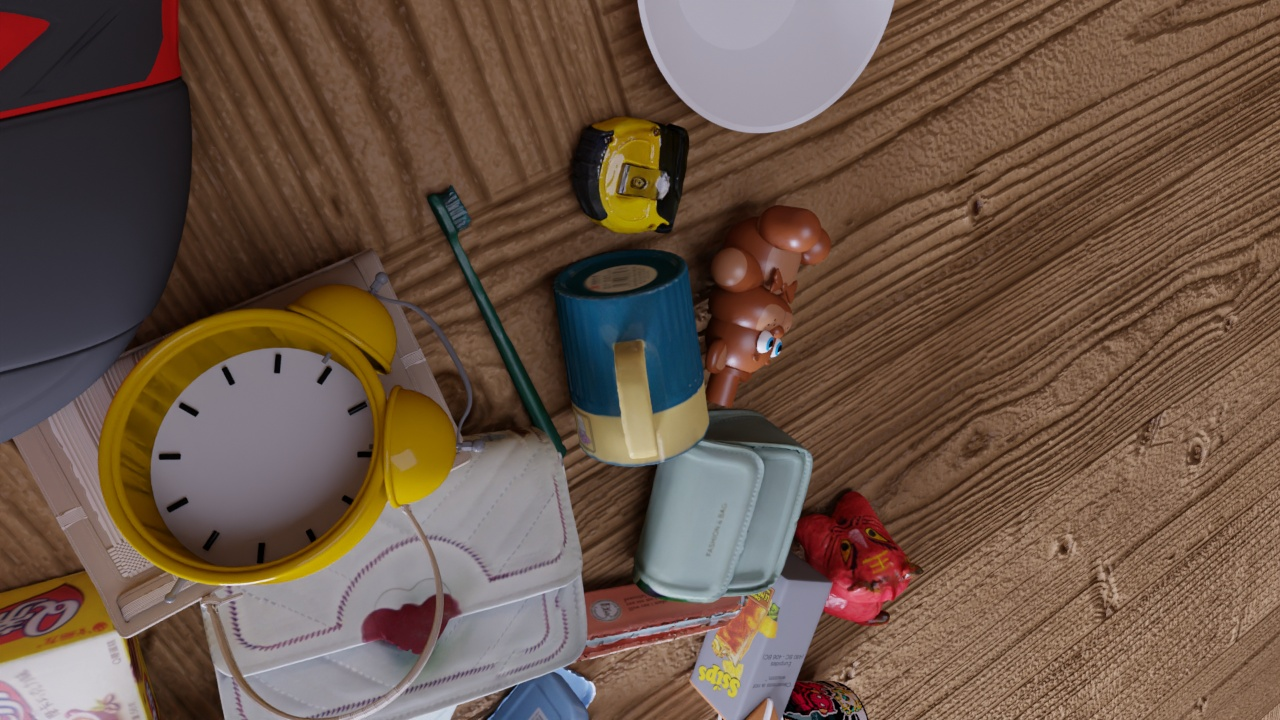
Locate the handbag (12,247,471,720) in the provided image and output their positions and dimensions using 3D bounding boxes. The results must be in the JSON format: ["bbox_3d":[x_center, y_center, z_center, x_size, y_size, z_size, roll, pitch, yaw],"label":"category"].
[{"bbox_3d":[-0.161,0.069,0.421,0.175,0.198,0.062,-27,159,-17],"label":"handbag"}]

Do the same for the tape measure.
[{"bbox_3d":[-0.006,-0.105,0.524,0.064,0.037,0.066,1,111,-31],"label":"tape measure"}]

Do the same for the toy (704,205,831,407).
[{"bbox_3d":[0.073,-0.032,0.576,0.094,0.065,0.127,15,91,-61],"label":"toy"}]

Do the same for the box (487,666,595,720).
[{"bbox_3d":[-0.104,0.314,0.638,0.209,0.074,0.078,-50,130,-1],"label":"box"}]

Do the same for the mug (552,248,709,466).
[{"bbox_3d":[-0.003,0.003,0.530,0.083,0.113,0.107,-6,116,0],"label":"mug"}]

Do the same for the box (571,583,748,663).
[{"bbox_3d":[-0.008,0.176,0.643,0.188,0.063,0.058,-5,70,-30],"label":"box"}]

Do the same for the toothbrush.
[{"bbox_3d":[-0.079,-0.015,0.537,0.017,0.016,0.190,-31,124,-17],"label":"toothbrush"}]

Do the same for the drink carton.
[{"bbox_3d":[0.091,0.210,0.703,0.048,0.076,0.125,12,101,-33],"label":"drink carton"}]

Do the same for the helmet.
[{"bbox_3d":[-0.276,-0.042,0.319,0.264,0.164,0.170,-19,119,-22],"label":"helmet"}]

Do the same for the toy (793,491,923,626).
[{"bbox_3d":[0.175,0.182,0.726,0.088,0.094,0.133,-32,125,-15],"label":"toy"}]

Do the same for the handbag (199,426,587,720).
[{"bbox_3d":[-0.135,0.120,0.511,0.198,0.096,0.142,-11,99,-24],"label":"handbag"}]

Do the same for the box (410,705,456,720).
[{"bbox_3d":[-0.196,0.239,0.530,0.198,0.066,0.083,-14,112,-50],"label":"box"}]

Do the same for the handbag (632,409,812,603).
[{"bbox_3d":[0.055,0.102,0.636,0.106,0.067,0.122,3,110,-30],"label":"handbag"}]

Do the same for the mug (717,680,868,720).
[{"bbox_3d":[0.118,0.321,0.772,0.098,0.081,0.118,14,132,-34],"label":"mug"}]

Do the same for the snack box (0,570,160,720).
[{"bbox_3d":[-0.299,0.172,0.467,0.083,0.061,0.106,-13,117,-26],"label":"snack box"}]

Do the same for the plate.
[{"bbox_3d":[0.067,-0.219,0.514,0.173,0.036,0.174,-12,117,-25],"label":"plate"}]

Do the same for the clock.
[{"bbox_3d":[-0.148,0.031,0.390,0.151,0.113,0.052,-30,167,-13],"label":"clock"}]
